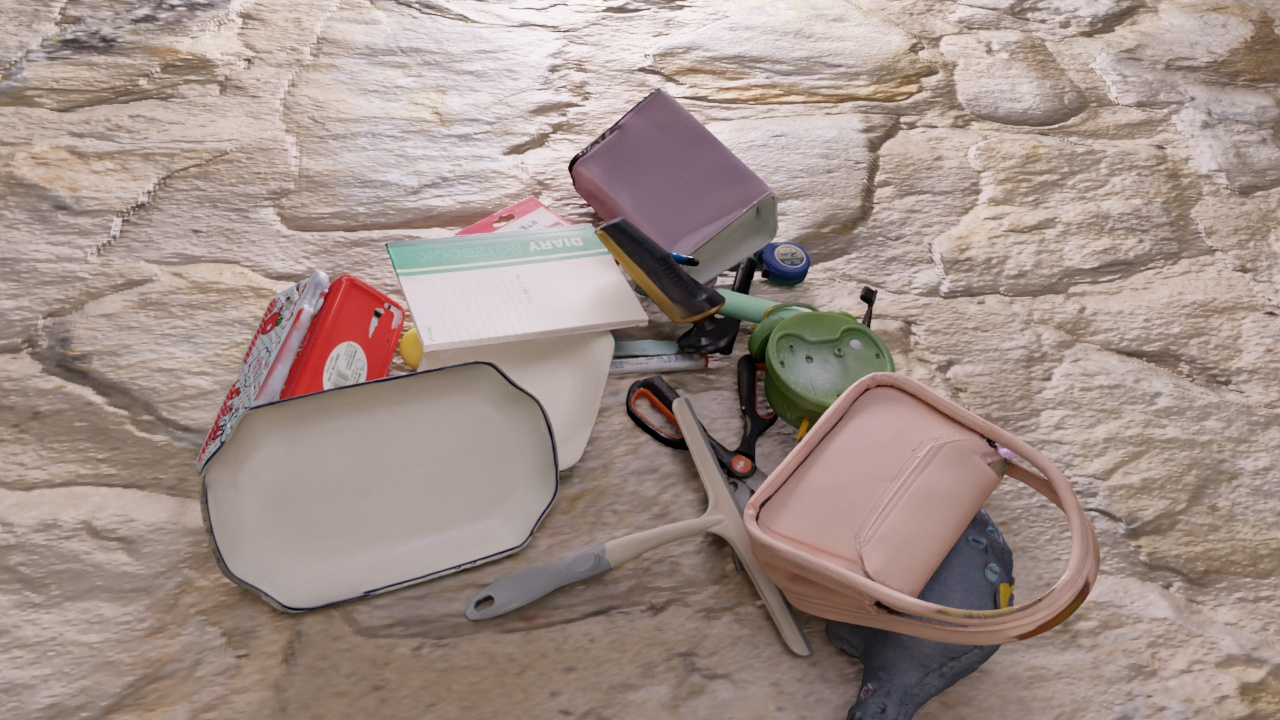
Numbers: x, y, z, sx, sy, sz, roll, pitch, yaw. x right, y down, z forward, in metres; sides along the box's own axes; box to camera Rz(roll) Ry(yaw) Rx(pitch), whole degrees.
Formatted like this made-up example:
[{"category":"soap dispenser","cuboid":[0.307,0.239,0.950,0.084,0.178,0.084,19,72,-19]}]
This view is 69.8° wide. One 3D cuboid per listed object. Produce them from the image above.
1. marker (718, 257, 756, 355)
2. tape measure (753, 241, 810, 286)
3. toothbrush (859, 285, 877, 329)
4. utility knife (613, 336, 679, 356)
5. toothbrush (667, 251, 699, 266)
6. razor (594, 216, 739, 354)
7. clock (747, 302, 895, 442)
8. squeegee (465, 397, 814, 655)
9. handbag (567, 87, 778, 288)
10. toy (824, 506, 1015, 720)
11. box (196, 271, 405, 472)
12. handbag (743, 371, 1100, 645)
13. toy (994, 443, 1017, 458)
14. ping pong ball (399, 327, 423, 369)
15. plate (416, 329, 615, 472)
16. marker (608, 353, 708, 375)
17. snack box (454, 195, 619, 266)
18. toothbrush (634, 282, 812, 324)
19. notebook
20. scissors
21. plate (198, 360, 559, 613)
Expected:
[{"category":"marker","cuboid":[0.098,-0.058,0.949,0.022,0.020,0.131,30,49,-12]},{"category":"tape measure","cuboid":[0.155,-0.104,0.995,0.058,0.025,0.054,-6,54,-14]},{"category":"toothbrush","cuboid":[0.217,-0.004,0.923,0.027,0.026,0.212,27,50,-3]},{"category":"utility knife","cuboid":[-0.061,-0.012,0.881,0.209,0.018,0.034,0,51,-12]},{"category":"toothbrush","cuboid":[-0.017,-0.111,0.925,0.190,0.014,0.016,17,45,39]},{"category":"razor","cuboid":[0.022,-0.071,0.873,0.167,0.068,0.062,45,36,-1]},{"category":"clock","cuboid":[0.165,0.002,0.854,0.116,0.056,0.161,-5,50,-14]},{"category":"squeegee","cuboid":[-0.019,0.154,0.728,0.246,0.039,0.246,-16,61,-18]},{"category":"handbag","cuboid":[0.033,-0.174,0.980,0.144,0.098,0.197,-34,62,-12]},{"category":"toy","cuboid":[0.224,0.176,0.733,0.138,0.091,0.355,8,44,17]},{"category":"box","cuboid":[-0.292,0.019,0.798,0.112,0.100,0.201,34,42,-29]},{"category":"handbag","cuboid":[0.214,0.120,0.681,0.193,0.093,0.234,-47,38,-20]},{"category":"toy","cuboid":[0.285,0.073,0.864,0.083,0.039,0.108,-31,63,-21]},{"category":"ping pong ball","cuboid":[-0.199,-0.011,0.838,0.040,0.040,0.040,5,50,-7]},{"category":"plate","cuboid":[-0.114,0.020,0.819,0.163,0.034,0.164,17,61,0]},{"category":"marker","cuboid":[-0.005,0.005,0.878,0.145,0.017,0.017,-4,52,-14]},{"category":"snack box","cuboid":[-0.104,-0.099,0.920,0.127,0.044,0.113,36,47,20]},{"category":"toothbrush","cuboid":[0.104,-0.052,0.915,0.224,0.027,0.026,13,43,-8]},{"category":"notebook","cuboid":[-0.114,-0.072,0.847,0.208,0.012,0.150,-9,47,-25]},{"category":"scissors","cuboid":[0.085,0.075,0.832,0.221,0.022,0.229,27,54,12]},{"category":"plate","cuboid":[-0.195,0.093,0.714,0.265,0.034,0.162,-13,97,-19]}]
